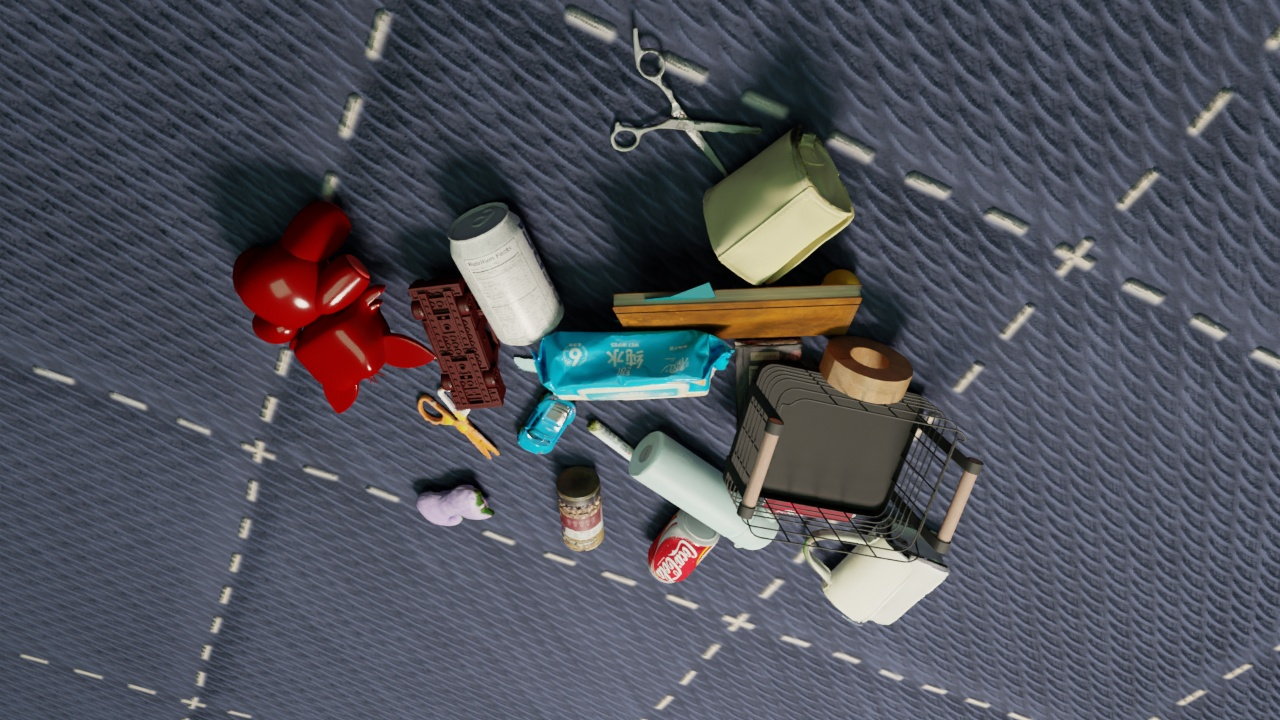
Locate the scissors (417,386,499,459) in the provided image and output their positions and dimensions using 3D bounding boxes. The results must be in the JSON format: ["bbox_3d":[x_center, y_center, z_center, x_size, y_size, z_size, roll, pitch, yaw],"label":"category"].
[{"bbox_3d":[-0.211,0.078,1.129,0.074,0.012,0.131,-31,120,28],"label":"scissors"}]

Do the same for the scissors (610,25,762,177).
[{"bbox_3d":[0.034,-0.232,0.845,0.142,0.014,0.172,-9,132,15],"label":"scissors"}]

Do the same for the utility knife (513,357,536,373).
[{"bbox_3d":[-0.060,0.017,1.060,0.175,0.017,0.031,9,125,-2],"label":"utility knife"}]

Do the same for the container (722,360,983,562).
[{"bbox_3d":[0.218,0.112,0.995,0.241,0.130,0.163,12,107,-13],"label":"container"}]

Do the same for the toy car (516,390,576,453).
[{"bbox_3d":[-0.114,0.080,1.108,0.048,0.032,0.106,25,129,-16],"label":"toy car"}]

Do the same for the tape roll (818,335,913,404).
[{"bbox_3d":[0.239,0.009,0.974,0.094,0.093,0.027,11,119,-4],"label":"tape roll"}]

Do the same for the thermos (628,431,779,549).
[{"bbox_3d":[0.083,0.166,1.139,0.207,0.065,0.078,35,123,-22],"label":"thermos"}]

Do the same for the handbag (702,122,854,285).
[{"bbox_3d":[0.126,-0.147,0.846,0.081,0.111,0.120,27,131,-35],"label":"handbag"}]

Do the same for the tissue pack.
[{"bbox_3d":[-0.006,0.006,0.987,0.209,0.066,0.117,-2,169,3],"label":"tissue pack"}]

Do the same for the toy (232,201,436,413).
[{"bbox_3d":[-0.328,-0.050,0.965,0.159,0.120,0.197,-28,112,22],"label":"toy"}]

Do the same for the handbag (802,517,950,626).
[{"bbox_3d":[0.293,0.273,1.204,0.176,0.073,0.152,23,128,-13],"label":"handbag"}]

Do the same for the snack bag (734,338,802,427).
[{"bbox_3d":[0.147,0.038,1.057,0.074,0.018,0.155,-1,130,5],"label":"snack bag"}]

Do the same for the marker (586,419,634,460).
[{"bbox_3d":[-0.010,0.118,1.140,0.017,0.017,0.146,-35,118,29],"label":"marker"}]

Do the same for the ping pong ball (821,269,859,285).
[{"bbox_3d":[0.206,-0.074,0.945,0.040,0.040,0.040,3,130,3],"label":"ping pong ball"}]

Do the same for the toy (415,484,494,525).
[{"bbox_3d":[-0.243,0.193,1.213,0.100,0.036,0.080,-8,138,18],"label":"toy"}]

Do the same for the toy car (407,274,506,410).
[{"bbox_3d":[-0.195,-0.026,1.008,0.070,0.061,0.170,-5,129,9],"label":"toy car"}]

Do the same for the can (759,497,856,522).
[{"bbox_3d":[0.207,0.160,1.124,0.114,0.063,0.063,9,130,-3],"label":"can"}]

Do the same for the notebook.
[{"bbox_3d":[0.088,-0.047,0.926,0.249,0.014,0.178,-2,169,7],"label":"notebook"}]

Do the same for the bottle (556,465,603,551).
[{"bbox_3d":[-0.077,0.192,1.181,0.056,0.056,0.105,1,130,4],"label":"bottle"}]

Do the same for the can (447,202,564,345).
[{"bbox_3d":[-0.137,-0.087,0.942,0.078,0.078,0.136,-13,127,15],"label":"can"}]

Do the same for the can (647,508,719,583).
[{"bbox_3d":[0.054,0.243,1.207,0.064,0.064,0.105,23,128,-13],"label":"can"}]
